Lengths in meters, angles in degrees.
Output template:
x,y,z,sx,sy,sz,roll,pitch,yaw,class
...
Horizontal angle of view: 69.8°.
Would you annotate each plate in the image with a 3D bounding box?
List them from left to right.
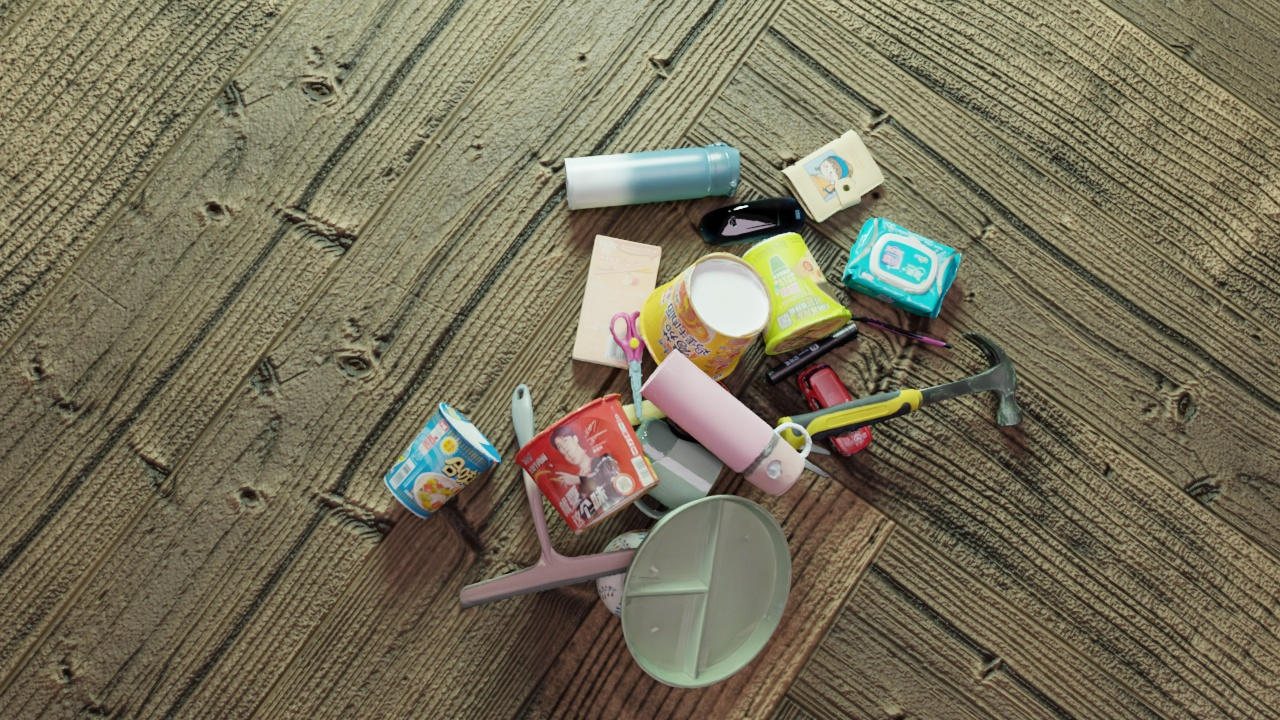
x,y,z,sx,sy,sz,roll,pitch,yaw,class
0.075,0.264,1.057,0.229,0.027,0.230,-6,103,-27,plate

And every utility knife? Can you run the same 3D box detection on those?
x,y,z,sx,sy,sz,roll,pitch,yaw,class
-0.011,0.065,1.127,0.166,0.018,0.031,-13,80,-7,utility knife

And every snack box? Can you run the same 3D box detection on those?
x,y,z,sx,sy,sz,roll,pitch,yaw,class
-0.029,-0.071,1.136,0.084,0.026,0.157,11,83,-3,snack box

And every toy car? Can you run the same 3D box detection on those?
x,y,z,sx,sy,sz,roll,pitch,yaw,class
0.241,0.061,1.132,0.053,0.045,0.120,-31,88,-6,toy car

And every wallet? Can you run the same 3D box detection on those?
x,y,z,sx,sy,sz,roll,pitch,yaw,class
0.249,-0.234,1.178,0.115,0.024,0.087,-32,83,-14,wallet

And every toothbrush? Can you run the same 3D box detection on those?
x,y,z,sx,sy,sz,roll,pitch,yaw,class
0.308,-0.047,1.166,0.189,0.014,0.017,17,73,-2,toothbrush

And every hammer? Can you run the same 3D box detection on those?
x,y,z,sx,sy,sz,roll,pitch,yaw,class
0.316,0.049,1.112,0.323,0.032,0.126,-12,92,-15,hammer

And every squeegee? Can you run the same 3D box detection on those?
x,y,z,sx,sy,sz,roll,pitch,yaw,class
-0.124,0.144,1.081,0.248,0.040,0.249,-16,74,12,squeegee

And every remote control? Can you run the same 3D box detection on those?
x,y,z,sx,sy,sz,roll,pitch,yaw,class
0.144,-0.178,1.164,0.136,0.024,0.053,-12,84,-6,remote control

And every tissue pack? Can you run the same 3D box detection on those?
x,y,z,sx,sy,sz,roll,pitch,yaw,class
0.329,-0.117,1.157,0.133,0.050,0.093,22,81,-2,tissue pack

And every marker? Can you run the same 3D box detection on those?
x,y,z,sx,sy,sz,roll,pitch,yaw,class
0.216,-0.007,1.151,0.132,0.020,0.022,-30,109,-8,marker

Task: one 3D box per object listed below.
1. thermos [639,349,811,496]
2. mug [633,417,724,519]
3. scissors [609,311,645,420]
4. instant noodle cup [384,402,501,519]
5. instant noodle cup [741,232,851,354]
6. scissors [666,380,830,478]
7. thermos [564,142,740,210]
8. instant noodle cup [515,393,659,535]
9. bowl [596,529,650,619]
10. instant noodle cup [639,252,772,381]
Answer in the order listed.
x,y,z,sx,sy,sz,roll,pitch,yaw,class
0.101,0.066,1.037,0.198,0.067,0.087,38,94,-1,thermos
0.026,0.135,1.095,0.106,0.082,0.112,33,113,0,mug
-0.006,0.006,1.109,0.056,0.017,0.133,-6,88,-22,scissors
-0.236,0.122,1.068,0.110,0.099,0.099,-45,88,-1,instant noodle cup
0.181,-0.085,1.119,0.111,0.112,0.123,-20,78,-7,instant noodle cup
0.131,0.070,1.118,0.229,0.022,0.189,2,52,-29,scissors
0.016,-0.229,1.142,0.220,0.070,0.070,-7,83,-6,thermos
-0.053,0.117,1.003,0.138,0.138,0.108,-32,79,-7,instant noodle cup
0.004,0.257,1.082,0.113,0.062,0.113,0,82,-3,bowl
0.083,-0.054,1.080,0.138,0.110,0.137,9,65,-20,instant noodle cup
